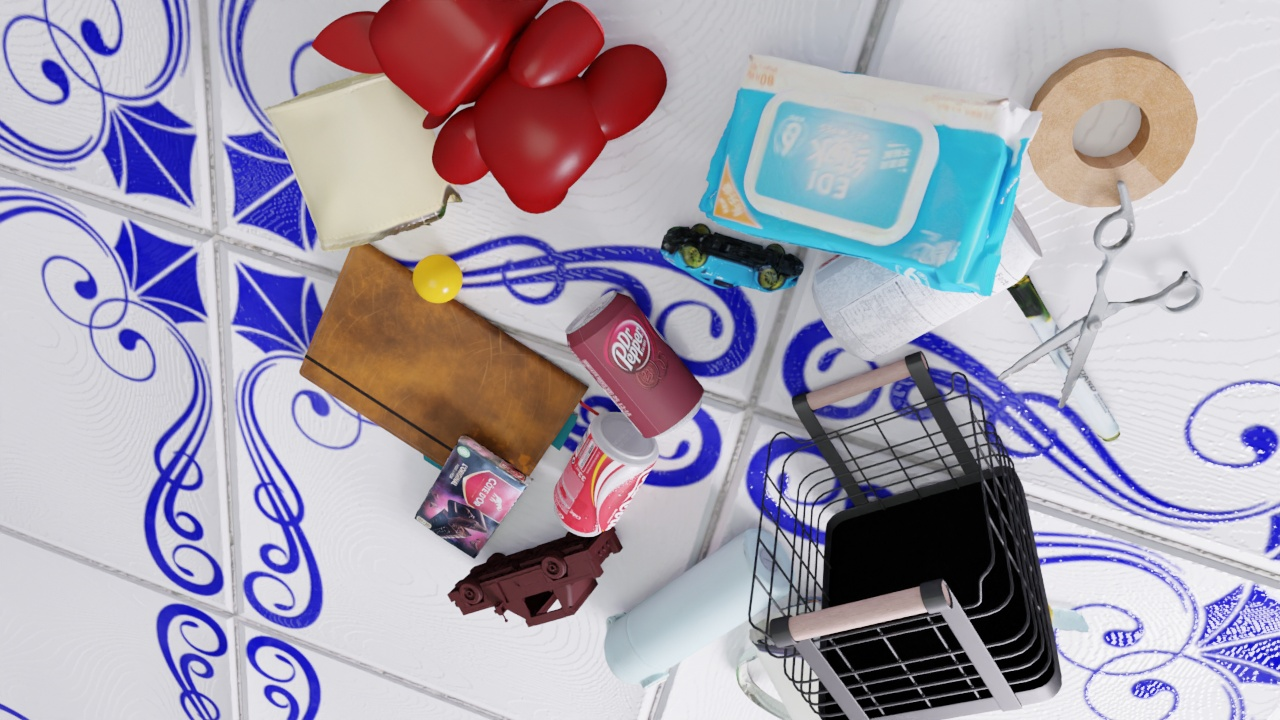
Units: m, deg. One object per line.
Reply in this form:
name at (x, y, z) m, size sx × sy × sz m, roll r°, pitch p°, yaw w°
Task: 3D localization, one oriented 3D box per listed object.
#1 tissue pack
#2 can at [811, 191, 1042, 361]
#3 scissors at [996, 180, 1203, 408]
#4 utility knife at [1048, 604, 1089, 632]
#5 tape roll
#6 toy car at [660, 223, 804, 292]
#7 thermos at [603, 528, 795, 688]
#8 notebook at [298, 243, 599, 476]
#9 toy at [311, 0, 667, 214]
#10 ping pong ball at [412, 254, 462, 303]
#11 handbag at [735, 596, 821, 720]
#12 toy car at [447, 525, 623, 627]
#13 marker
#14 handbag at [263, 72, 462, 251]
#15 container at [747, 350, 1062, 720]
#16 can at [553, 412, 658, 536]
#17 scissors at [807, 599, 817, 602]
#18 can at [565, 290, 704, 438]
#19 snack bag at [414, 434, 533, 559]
tissue pack at (0.132, -0.121, 0.576) m, size 0.209 × 0.066 × 0.117 m, roll 23°, pitch 106°, yaw 33°
can at (0.191, -0.062, 0.623) m, size 0.136 × 0.078 × 0.078 m, roll -33°, pitch 105°, yaw 30°
scissors at (0.305, -0.040, 0.612) m, size 0.141 × 0.014 × 0.172 m, roll -17°, pitch 124°, yaw 5°
utility knife at (0.287, 0.213, 0.780) m, size 0.175 × 0.017 × 0.030 m, roll 5°, pitch 91°, yaw 17°
tape roll at (0.292, -0.145, 0.575) m, size 0.094 × 0.027 × 0.094 m, roll 8°, pitch 120°, yaw 13°
toy car at (0.066, -0.071, 0.675) m, size 0.105 × 0.048 × 0.032 m, roll 15°, pitch 121°, yaw 8°
thermos at (0.047, 0.231, 0.840) m, size 0.207 × 0.065 × 0.078 m, roll -43°, pitch 66°, yaw 31°
notebook at (-0.179, 0.027, 0.827) m, size 0.249 × 0.014 × 0.179 m, roll 33°, pitch 122°, yaw -3°
toy at (-0.098, -0.196, 0.617) m, size 0.197 × 0.120 × 0.159 m, roll 41°, pitch 125°, yaw -19°
ping pong ball at (-0.167, -0.067, 0.755) m, size 0.040 × 0.040 × 0.040 m, roll 8°, pitch 120°, yaw 13°
handbag at (0.154, 0.294, 0.837) m, size 0.176 × 0.073 × 0.151 m, roll -19°, pitch 102°, yaw 56°
toy car at (-0.095, 0.208, 0.869) m, size 0.170 × 0.070 × 0.062 m, roll -23°, pitch 97°, yaw 27°
marker at (0.305, 0.000, 0.659) m, size 0.017 × 0.017 × 0.146 m, roll -29°, pitch 107°, yaw 29°
handbag at (-0.207, -0.154, 0.701) m, size 0.111 × 0.081 × 0.119 m, roll -11°, pitch 113°, yaw 14°
container at (0.178, 0.125, 0.646) m, size 0.163 × 0.240 × 0.130 m, roll -22°, pitch 117°, yaw 27°
can at (-0.032, 0.099, 0.793) m, size 0.064 × 0.064 × 0.105 m, roll 30°, pitch 123°, yaw 0°
scissors at (0.196, 0.260, 0.841) m, size 0.074 × 0.012 × 0.131 m, roll -16°, pitch 112°, yaw 26°
can at (-0.004, 0.004, 0.731) m, size 0.063 × 0.063 × 0.114 m, roll -32°, pitch 105°, yaw 29°
snack bag at (-0.160, 0.130, 0.861) m, size 0.074 × 0.018 × 0.156 m, roll 34°, pitch 133°, yaw -2°
